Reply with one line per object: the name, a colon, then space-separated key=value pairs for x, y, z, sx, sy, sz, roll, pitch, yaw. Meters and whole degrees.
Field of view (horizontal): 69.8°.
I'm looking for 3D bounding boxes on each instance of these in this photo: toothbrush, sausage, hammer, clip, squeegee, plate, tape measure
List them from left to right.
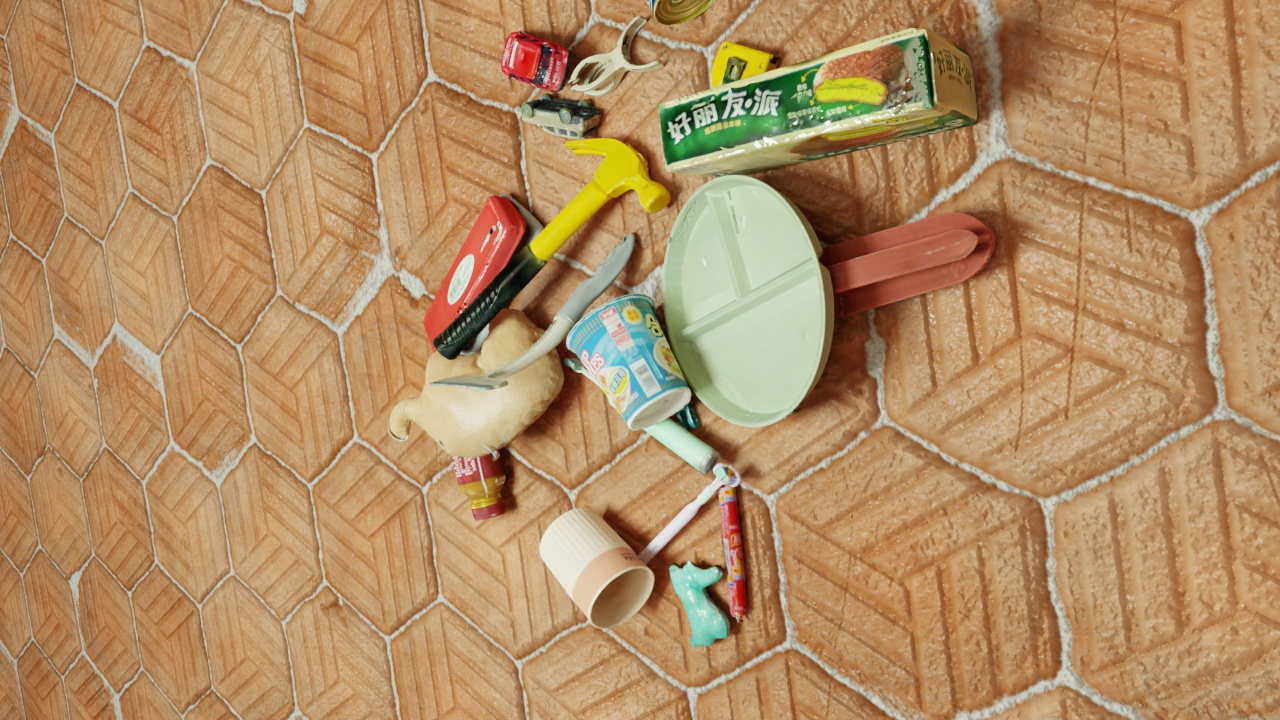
hammer: x=-0.109 y=-0.112 z=0.964 sx=0.301 sy=0.032 sz=0.128 roll=-44 pitch=63 yaw=13
squeegee: x=-0.085 y=-0.041 z=0.923 sx=0.039 sy=0.246 sz=0.247 roll=52 pitch=161 yaw=-15
clip: x=-0.028 y=-0.303 z=0.929 sx=0.098 sy=0.034 sz=0.064 roll=-26 pitch=80 yaw=31
toothbrush: x=-0.004 y=0.050 z=0.960 sx=0.224 sy=0.027 sz=0.026 roll=34 pitch=101 yaw=36
toothbrush: x=0.042 y=0.165 z=0.942 sx=0.029 sy=0.021 sz=0.190 roll=39 pitch=129 yaw=3
clip: x=0.044 y=0.045 z=0.940 sx=0.041 sy=0.014 sz=0.056 roll=-27 pitch=81 yaw=37
sausage: x=0.093 y=0.187 z=0.921 sx=0.020 sy=0.020 sz=0.156 roll=-3 pitch=95 yaw=36
tape measure: x=0.092 y=-0.264 z=0.849 sx=0.060 sy=0.028 sz=0.057 roll=29 pitch=113 yaw=30
plate: x=0.094 y=-0.053 z=0.838 sx=0.230 sy=0.027 sz=0.230 roll=24 pitch=119 yaw=53

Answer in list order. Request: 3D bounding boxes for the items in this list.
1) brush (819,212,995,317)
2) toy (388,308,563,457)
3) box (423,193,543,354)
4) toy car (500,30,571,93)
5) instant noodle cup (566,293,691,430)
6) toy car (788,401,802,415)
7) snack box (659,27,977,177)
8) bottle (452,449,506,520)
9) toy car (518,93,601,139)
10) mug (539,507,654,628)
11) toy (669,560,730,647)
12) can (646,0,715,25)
brush: x=0.218 y=-0.082 z=0.759 sx=0.146 sy=0.069 sz=0.063 roll=-15 pitch=89 yaw=36
toy: x=-0.190 y=0.044 z=1.028 sx=0.226 sy=0.082 sz=0.143 roll=-33 pitch=63 yaw=8
box: x=-0.182 y=-0.095 z=1.071 sx=0.202 sy=0.068 sz=0.090 roll=-56 pitch=45 yaw=27
toy car: x=-0.116 y=-0.318 z=0.968 sx=0.120 sy=0.045 sz=0.053 roll=37 pitch=115 yaw=51
instant noodle cup: x=-0.005 y=0.005 z=0.910 sx=0.099 sy=0.099 sz=0.110 roll=-45 pitch=65 yaw=32
toy car: x=0.130 y=0.004 z=0.860 sx=0.049 sy=0.031 sz=0.106 roll=15 pitch=107 yaw=35
snack box: x=0.143 y=-0.206 z=0.767 sx=0.241 sy=0.114 sz=0.063 roll=-6 pitch=92 yaw=37
bottle: x=-0.199 y=0.102 z=1.097 sx=0.058 sy=0.057 sz=0.175 roll=-14 pitch=89 yaw=36
toy car: x=-0.088 y=-0.259 z=0.971 sx=0.090 sy=0.042 sz=0.035 roll=20 pitch=127 yaw=27
mug: x=-0.045 y=0.229 z=0.989 sx=0.106 sy=0.081 sz=0.115 roll=41 pitch=158 yaw=40
toy: x=0.063 y=0.246 z=0.943 sx=0.097 sy=0.030 sz=0.092 roll=-40 pitch=74 yaw=46
can: x=0.021 y=-0.382 z=0.854 sx=0.075 sy=0.075 sz=0.111 roll=-36 pitch=75 yaw=34
